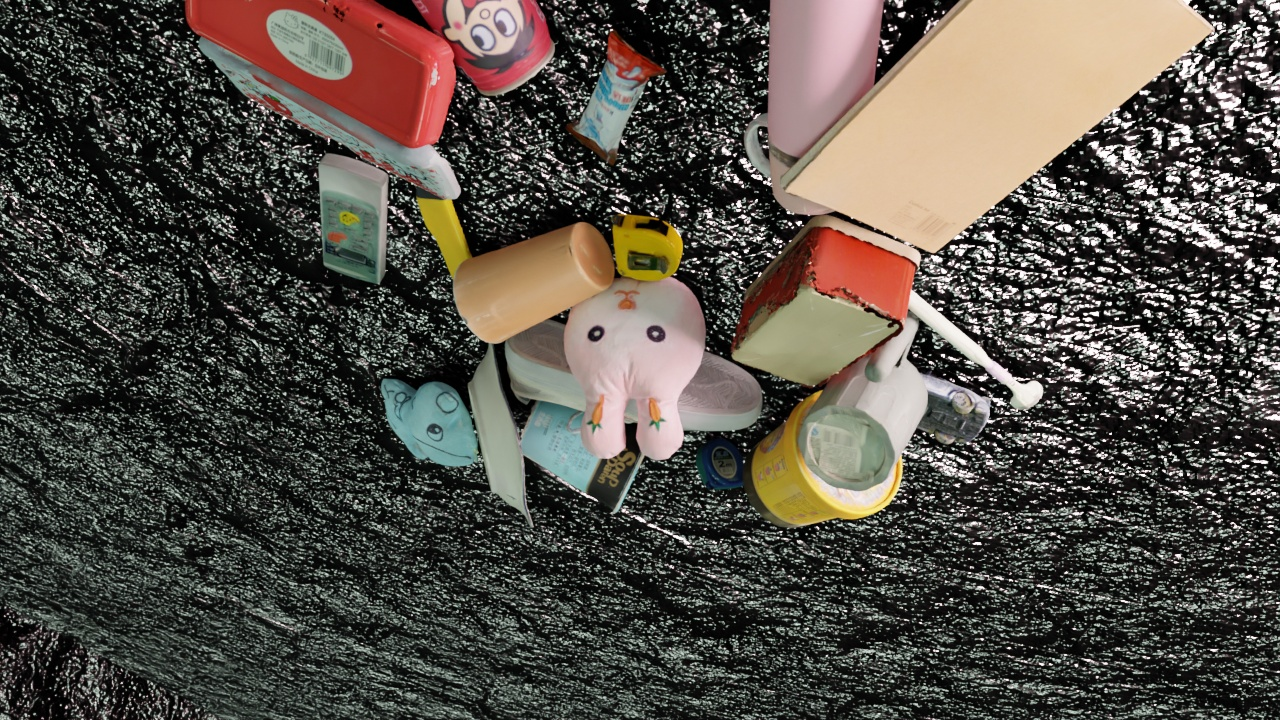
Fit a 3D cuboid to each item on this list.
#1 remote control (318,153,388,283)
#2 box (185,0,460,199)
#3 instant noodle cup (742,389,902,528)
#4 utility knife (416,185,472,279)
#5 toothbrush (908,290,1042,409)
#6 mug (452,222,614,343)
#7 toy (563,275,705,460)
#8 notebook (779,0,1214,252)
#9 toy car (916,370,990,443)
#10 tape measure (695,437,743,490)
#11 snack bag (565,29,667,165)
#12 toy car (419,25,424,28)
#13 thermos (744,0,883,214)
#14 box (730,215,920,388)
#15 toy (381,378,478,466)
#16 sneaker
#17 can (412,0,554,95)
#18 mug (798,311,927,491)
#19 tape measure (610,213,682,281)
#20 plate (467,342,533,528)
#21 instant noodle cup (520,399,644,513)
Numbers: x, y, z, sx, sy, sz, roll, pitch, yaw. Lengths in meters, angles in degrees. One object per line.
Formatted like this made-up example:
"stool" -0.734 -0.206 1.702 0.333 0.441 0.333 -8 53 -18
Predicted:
"remote control" -0.251 -0.121 0.804 0.056 0.019 0.135 19 143 -4
"box" -0.216 -0.193 0.630 0.201 0.064 0.160 29 148 9
"instant noodle cup" 0.164 0.101 0.867 0.118 0.118 0.115 26 149 -13
"utility knife" -0.164 -0.100 0.805 0.033 0.015 0.154 11 144 17
"toothbrush" 0.265 -0.015 0.758 0.189 0.020 0.029 34 109 -21
"mug" -0.087 -0.069 0.773 0.123 0.078 0.078 -18 132 29
"toy" -0.005 0.005 0.777 0.121 0.159 0.054 -2 175 10
"notebook" 0.208 -0.150 0.552 0.149 0.012 0.212 16 138 -32
"toy car" 0.246 0.034 0.813 0.121 0.036 0.054 19 142 12
"tape measure" 0.082 0.109 0.949 0.058 0.054 0.025 2 153 -41
"snack bag" -0.019 -0.181 0.641 0.048 0.026 0.104 35 140 -6
"toy car" -0.184 -0.218 0.649 0.105 0.032 0.048 10 138 27
"thermos" 0.104 -0.184 0.569 0.087 0.067 0.199 31 151 26
"box" 0.130 -0.032 0.698 0.091 0.077 0.169 20 160 -6
"toy" -0.224 0.068 0.984 0.156 0.049 0.162 36 142 18
"sneaker" -0.010 0.034 0.857 0.242 0.089 0.091 14 135 6
"can" -0.103 -0.224 0.582 0.067 0.066 0.094 -8 137 28
"mug" 0.187 0.032 0.747 0.084 0.103 0.124 23 125 18
"tape measure" 0.005 -0.089 0.748 0.057 0.028 0.060 7 142 10
"plate" -0.141 0.072 0.900 0.034 0.163 0.165 -12 143 -12
"instant noodle cup" -0.055 0.080 0.931 0.120 0.111 0.111 26 143 2
